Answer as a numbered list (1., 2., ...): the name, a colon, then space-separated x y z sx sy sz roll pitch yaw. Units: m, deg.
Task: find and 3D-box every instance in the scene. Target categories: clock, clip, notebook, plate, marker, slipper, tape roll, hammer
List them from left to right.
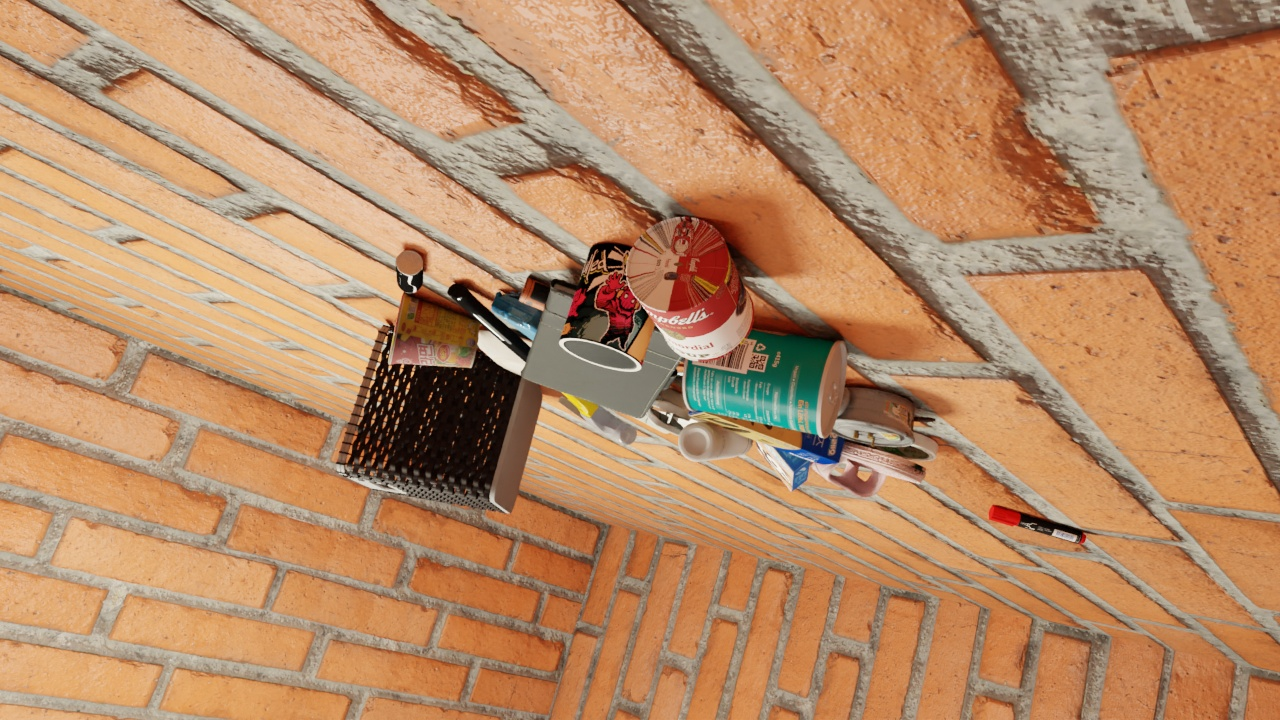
1. plate: -0.161 0.004 1.349 0.189 0.027 0.189 18 167 4
2. hammer: -0.136 0.004 1.218 0.323 0.029 0.127 45 167 -35
3. notebook: -0.041 -0.005 1.043 0.169 0.029 0.210 20 152 -6
4. hammer: 0.012 -0.025 1.057 0.314 0.035 0.138 22 163 -16
5. clip: 0.016 0.050 1.283 0.126 0.099 0.153 25 165 -31
6. plate: 0.062 0.084 1.409 0.104 0.026 0.104 16 166 4
7. slipper: 0.294 0.151 1.272 0.094 0.064 0.240 24 173 -22
8. clock: 0.256 0.064 1.061 0.147 0.056 0.104 21 165 -24
9. tape roll: 0.341 0.110 1.203 0.094 0.018 0.094 16 165 4
10. marker: 0.613 0.256 1.416 0.145 0.023 0.021 16 158 4

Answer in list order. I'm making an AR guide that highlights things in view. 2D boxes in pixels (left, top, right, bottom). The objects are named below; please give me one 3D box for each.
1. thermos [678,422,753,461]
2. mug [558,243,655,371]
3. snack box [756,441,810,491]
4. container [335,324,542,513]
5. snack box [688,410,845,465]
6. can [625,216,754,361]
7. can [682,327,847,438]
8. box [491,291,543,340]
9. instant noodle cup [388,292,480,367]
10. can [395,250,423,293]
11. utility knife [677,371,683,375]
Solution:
1. thermos: 0.113 0.115 1.311 0.052 0.052 0.224 11 180 21
2. mug: -0.034 -0.049 0.892 0.081 0.098 0.118 25 163 -29
3. snack box: 0.206 0.136 1.336 0.087 0.034 0.151 52 176 19
4. container: -0.316 0.111 1.521 0.244 0.245 0.247 13 165 4
5. snack box: 0.171 0.080 1.213 0.206 0.056 0.057 21 164 -13
6. can: 0.046 -0.058 0.791 0.087 0.086 0.116 11 164 21
7. can: 0.129 0.017 0.946 0.144 0.099 0.099 11 164 24
8. box: -0.083 -0.020 1.160 0.093 0.054 0.231 27 172 45
9. instant noodle cup: -0.281 -0.032 1.259 0.112 0.100 0.100 13 167 -14
10. can: -0.274 -0.105 1.091 0.031 0.031 0.081 20 165 -9
11. utility knife: -0.007 0.007 1.224 0.217 0.019 0.030 14 172 31
